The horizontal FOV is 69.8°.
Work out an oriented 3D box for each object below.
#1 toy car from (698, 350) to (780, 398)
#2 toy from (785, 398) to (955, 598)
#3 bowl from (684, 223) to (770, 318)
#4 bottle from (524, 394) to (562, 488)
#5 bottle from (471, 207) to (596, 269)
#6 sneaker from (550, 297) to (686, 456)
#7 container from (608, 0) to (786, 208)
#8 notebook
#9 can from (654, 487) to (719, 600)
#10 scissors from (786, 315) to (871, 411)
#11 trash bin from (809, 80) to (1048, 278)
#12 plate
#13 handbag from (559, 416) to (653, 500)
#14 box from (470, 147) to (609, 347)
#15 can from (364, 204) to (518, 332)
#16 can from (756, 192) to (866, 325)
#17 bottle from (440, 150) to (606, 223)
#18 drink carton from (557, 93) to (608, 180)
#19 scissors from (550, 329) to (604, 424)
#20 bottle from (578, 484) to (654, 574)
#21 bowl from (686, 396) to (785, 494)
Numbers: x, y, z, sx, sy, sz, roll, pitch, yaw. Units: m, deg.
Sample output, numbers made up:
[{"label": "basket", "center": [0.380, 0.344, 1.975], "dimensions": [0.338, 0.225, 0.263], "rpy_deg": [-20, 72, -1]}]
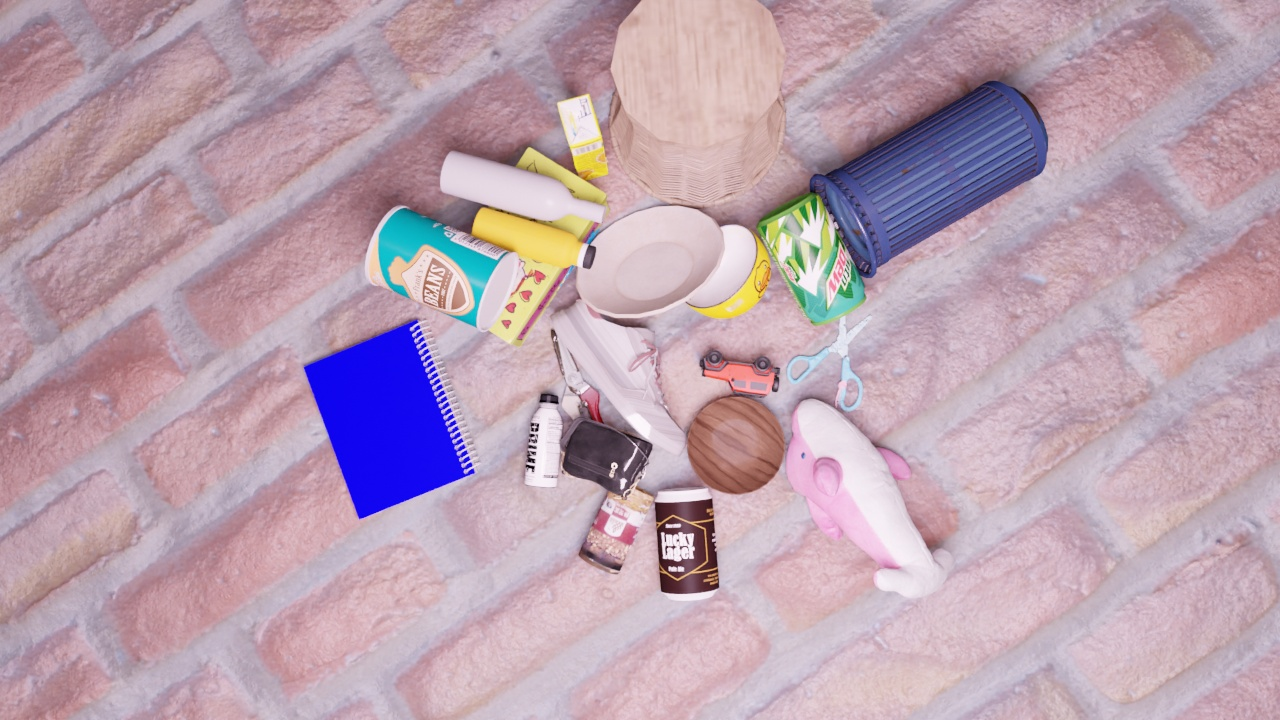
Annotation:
[{"label": "toy car", "center": [0.121, 0.017, 1.131], "dimensions": [0.100, 0.051, 0.048], "rpy_deg": [7, 85, 4]}, {"label": "toy", "center": [0.248, 0.170, 1.083], "dimensions": [0.128, 0.186, 0.265], "rpy_deg": [-53, 57, 35]}, {"label": "bowl", "center": [0.111, -0.101, 1.122], "dimensions": [0.117, 0.067, 0.117], "rpy_deg": [-23, 52, 32]}, {"label": "bottle", "center": [-0.119, 0.100, 1.146], "dimensions": [0.041, 0.041, 0.116], "rpy_deg": [5, 86, 4]}, {"label": "bottle", "center": [-0.124, -0.141, 1.086], "dimensions": [0.144, 0.043, 0.043], "rpy_deg": [17, 87, 4]}, {"label": "sneaker", "center": [-0.007, 0.007, 1.118], "dimensions": [0.089, 0.099, 0.236], "rpy_deg": [-42, 79, 5]}, {"label": "container", "center": [0.067, -0.315, 1.084], "dimensions": [0.227, 0.196, 0.227], "rpy_deg": [0, 86, 3]}, {"label": "notebook", "center": [-0.315, 0.073, 1.171], "dimensions": [0.171, 0.022, 0.209], "rpy_deg": [-22, 85, 3]}, {"label": "can", "center": [0.056, 0.221, 1.111], "dimensions": [0.072, 0.072, 0.128], "rpy_deg": [-4, 86, 3]}, {"label": "scissors", "center": [0.234, -0.007, 1.149], "dimensions": [0.118, 0.015, 0.139], "rpy_deg": [2, 80, 3]}, {"label": "trash bin", "center": [0.345, -0.220, 1.092], "dimensions": [0.249, 0.139, 0.139], "rpy_deg": [-30, 85, -1]}, {"label": "plate", "center": [0.013, -0.116, 1.122], "dimensions": [0.189, 0.027, 0.188], "rpy_deg": [-12, 48, 13]}, {"label": "handbag", "center": [-0.046, 0.117, 1.102], "dimensions": [0.129, 0.054, 0.079], "rpy_deg": [16, 85, 35]}, {"label": "box", "center": [-0.145, -0.139, 1.146], "dimensions": [0.124, 0.079, 0.221], "rpy_deg": [35, 90, 6]}, {"label": "can", "center": [-0.228, -0.106, 1.061], "dimensions": [0.144, 0.099, 0.099], "rpy_deg": [23, 88, 6]}, {"label": "can", "center": [0.207, -0.121, 1.106], "dimensions": [0.083, 0.083, 0.144], "rpy_deg": [-30, 100, 1]}, {"label": "bottle", "center": [-0.136, -0.199, 1.089], "dimensions": [0.195, 0.052, 0.052], "rpy_deg": [16, 87, 5]}, {"label": "drink carton", "center": [-0.067, -0.269, 1.121], "dimensions": [0.043, 0.134, 0.058], "rpy_deg": [-16, 83, -1]}, {"label": "scissors", "center": [-0.069, 0.052, 1.159], "dimensions": [0.140, 0.015, 0.188], "rpy_deg": [11, 87, 6]}, {"label": "bottle", "center": [-0.029, 0.202, 1.126], "dimensions": [0.056, 0.056, 0.105], "rpy_deg": [26, 88, 5]}, {"label": "bowl", "center": [0.117, 0.105, 1.135], "dimensions": [0.119, 0.032, 0.119], "rpy_deg": [0, 86, 4]}]
